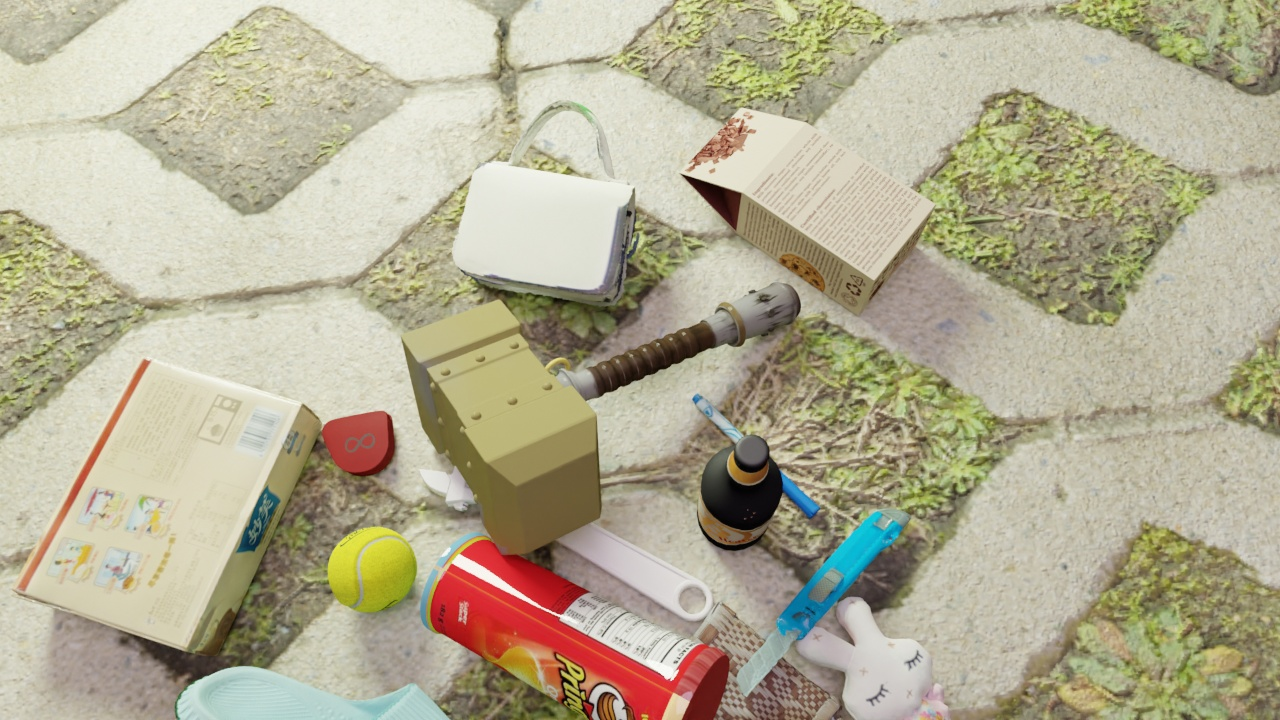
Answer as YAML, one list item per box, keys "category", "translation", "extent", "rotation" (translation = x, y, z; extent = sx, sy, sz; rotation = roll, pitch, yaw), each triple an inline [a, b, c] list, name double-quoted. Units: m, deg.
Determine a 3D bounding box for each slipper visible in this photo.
- category: "slipper"
  translation: [-0.202, 0.274, 0.643]
  extent: [0.276, 0.115, 0.069]
  rotation: [22, 105, 14]

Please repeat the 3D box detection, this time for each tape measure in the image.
- category: "tape measure"
  translation: [-0.239, 0.073, 0.777]
  extent: [0.059, 0.019, 0.051]
  rotation: [-11, 69, 5]

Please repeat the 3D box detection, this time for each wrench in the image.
- category: "wrench"
  translation: [-0.063, 0.134, 0.748]
  extent: [0.273, 0.018, 0.066]
  rotation: [28, 70, 11]

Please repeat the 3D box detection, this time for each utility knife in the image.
- category: "utility knife"
  translation: [0.141, 0.178, 0.703]
  extent: [0.031, 0.015, 0.206]
  rotation: [27, 56, 37]

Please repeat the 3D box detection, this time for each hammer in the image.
- category: "hammer"
  translation: [-0.004, 0.004, 0.748]
  extent: [0.324, 0.101, 0.190]
  rotation: [-23, 46, -23]

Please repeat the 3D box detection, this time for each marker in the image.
- category: "marker"
  translation: [0.094, 0.078, 0.769]
  extent: [0.013, 0.013, 0.142]
  rotation: [-41, 72, -14]

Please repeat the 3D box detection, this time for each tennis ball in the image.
- category: "tennis ball"
  translation: [-0.208, 0.162, 0.713]
  extent: [0.065, 0.065, 0.065]
  rotation: [-1, 67, 1]

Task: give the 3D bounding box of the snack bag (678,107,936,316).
- category: "snack bag"
  translation: [0.145, -0.146, 0.830]
  extent: [0.206, 0.070, 0.094]
  rotation: [37, 73, 16]

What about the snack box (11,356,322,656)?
- category: "snack box"
  translation: [-0.375, 0.115, 0.743]
  extent: [0.153, 0.055, 0.207]
  rotation: [15, 69, 8]

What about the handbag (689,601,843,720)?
- category: "handbag"
  translation: [0.049, 0.284, 0.666]
  extent: [0.124, 0.047, 0.185]
  rotation: [38, 72, 15]

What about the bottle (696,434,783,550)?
- category: "bottle"
  translation: [0.074, 0.093, 0.671]
  extent: [0.059, 0.182, 0.059]
  rotation: [-1, 67, 1]

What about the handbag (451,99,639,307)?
- category: "handbag"
  translation: [-0.074, -0.144, 0.824]
  extent: [0.151, 0.074, 0.176]
  rotation: [10, 87, 8]

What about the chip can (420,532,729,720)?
- category: "chip can"
  translation: [-0.050, 0.203, 0.656]
  extent: [0.213, 0.087, 0.087]
  rotation: [20, 68, 25]

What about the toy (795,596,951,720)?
- category: "toy"
  translation: [0.179, 0.233, 0.676]
  extent: [0.075, 0.037, 0.125]
  rotation: [-32, 59, -23]
